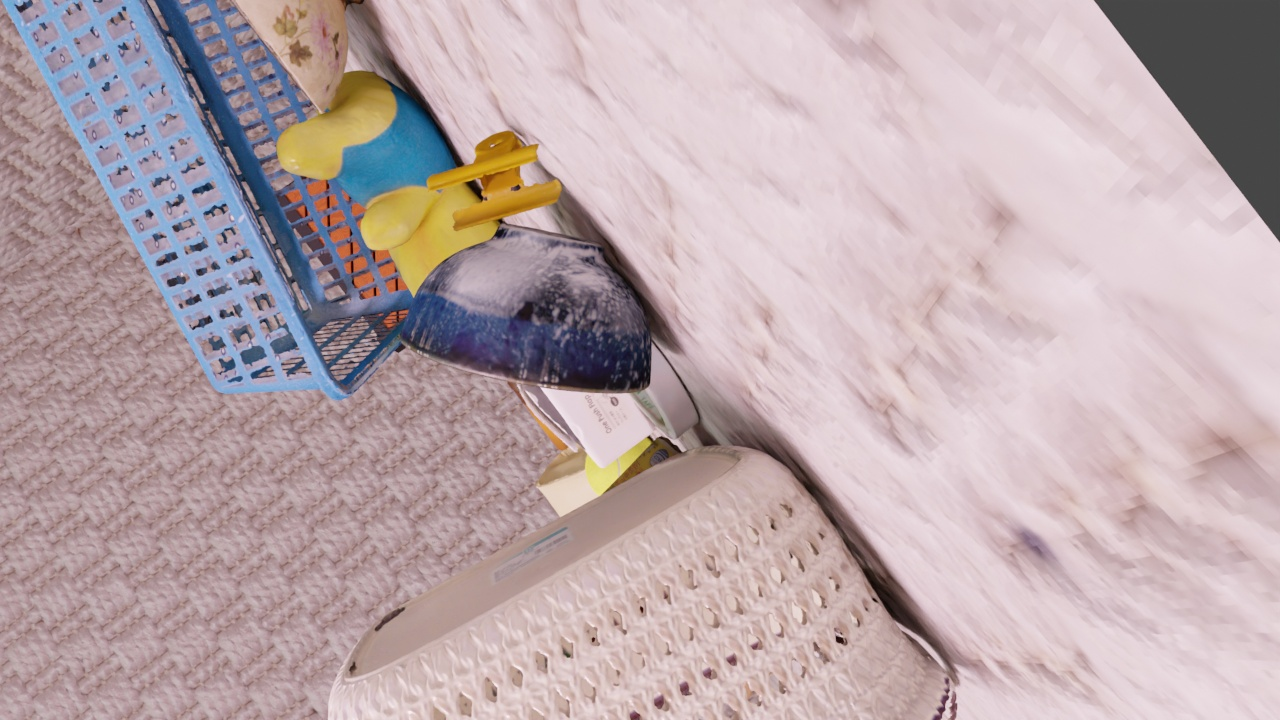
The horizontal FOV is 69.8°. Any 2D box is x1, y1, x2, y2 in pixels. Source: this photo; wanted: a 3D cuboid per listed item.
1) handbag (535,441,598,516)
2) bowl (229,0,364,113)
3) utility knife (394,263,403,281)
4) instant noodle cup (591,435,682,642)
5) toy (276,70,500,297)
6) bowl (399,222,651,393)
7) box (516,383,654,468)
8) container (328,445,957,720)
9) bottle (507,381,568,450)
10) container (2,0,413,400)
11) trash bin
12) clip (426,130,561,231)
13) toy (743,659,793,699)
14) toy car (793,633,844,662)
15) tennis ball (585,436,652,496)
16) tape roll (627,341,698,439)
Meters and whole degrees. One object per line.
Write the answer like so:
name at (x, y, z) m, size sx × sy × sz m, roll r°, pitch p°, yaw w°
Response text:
handbag at (-0.021, 0.133, 0.879) m, size 0.119 × 0.111 × 0.081 m, roll 57°, pitch -151°, yaw -13°
bowl at (-0.204, -0.219, 0.520) m, size 0.145 × 0.063 × 0.145 m, roll 51°, pitch 172°, yaw 10°
utility knife at (-0.182, -0.118, 0.765) m, size 0.174 × 0.015 × 0.031 m, roll -85°, pitch -25°, yaw -54°
instant noodle cup at (0.004, 0.107, 0.528) m, size 0.100 × 0.112 × 0.100 m, roll 37°, pitch -179°, yaw -1°
toy at (-0.154, -0.105, 0.657) m, size 0.214 × 0.084 × 0.148 m, roll 58°, pitch -167°, yaw -33°
bowl at (-0.046, -0.028, 0.412) m, size 0.114 × 0.061 × 0.114 m, roll 11°, pitch -170°, yaw -2°
box at (-0.064, 0.027, 0.697) m, size 0.102 × 0.095 × 0.107 m, roll 41°, pitch 164°, yaw 51°
container at (-0.008, 0.141, 0.394) m, size 0.143 × 0.251 × 0.185 m, roll 63°, pitch 170°, yaw -1°
bottle at (-0.093, 0.017, 0.906) m, size 0.068 × 0.067 × 0.157 m, roll 42°, pitch 167°, yaw 53°
container at (-0.277, -0.156, 0.613) m, size 0.256 × 0.089 × 0.362 m, roll -89°, pitch -22°, yaw -74°
trash bin at (-0.254, -0.122, 0.946) m, size 0.172 × 0.139 × 0.140 m, roll 53°, pitch 172°, yaw -2°
clip at (-0.063, -0.082, 0.406) m, size 0.046 × 0.054 × 0.047 m, roll -41°, pitch -65°, yaw -77°
toy at (0.072, 0.216, 0.751) m, size 0.108 × 0.105 × 0.134 m, roll 37°, pitch 175°, yaw -11°
toy car at (0.102, 0.172, 0.574) m, size 0.113 × 0.040 × 0.048 m, roll 41°, pitch 167°, yaw 53°
tennis ball at (-0.015, 0.091, 0.786) m, size 0.065 × 0.065 × 0.065 m, roll 51°, pitch 172°, yaw 10°
tape roll at (-0.003, 0.003, 0.511) m, size 0.094 × 0.018 × 0.094 m, roll 51°, pitch 172°, yaw 9°
